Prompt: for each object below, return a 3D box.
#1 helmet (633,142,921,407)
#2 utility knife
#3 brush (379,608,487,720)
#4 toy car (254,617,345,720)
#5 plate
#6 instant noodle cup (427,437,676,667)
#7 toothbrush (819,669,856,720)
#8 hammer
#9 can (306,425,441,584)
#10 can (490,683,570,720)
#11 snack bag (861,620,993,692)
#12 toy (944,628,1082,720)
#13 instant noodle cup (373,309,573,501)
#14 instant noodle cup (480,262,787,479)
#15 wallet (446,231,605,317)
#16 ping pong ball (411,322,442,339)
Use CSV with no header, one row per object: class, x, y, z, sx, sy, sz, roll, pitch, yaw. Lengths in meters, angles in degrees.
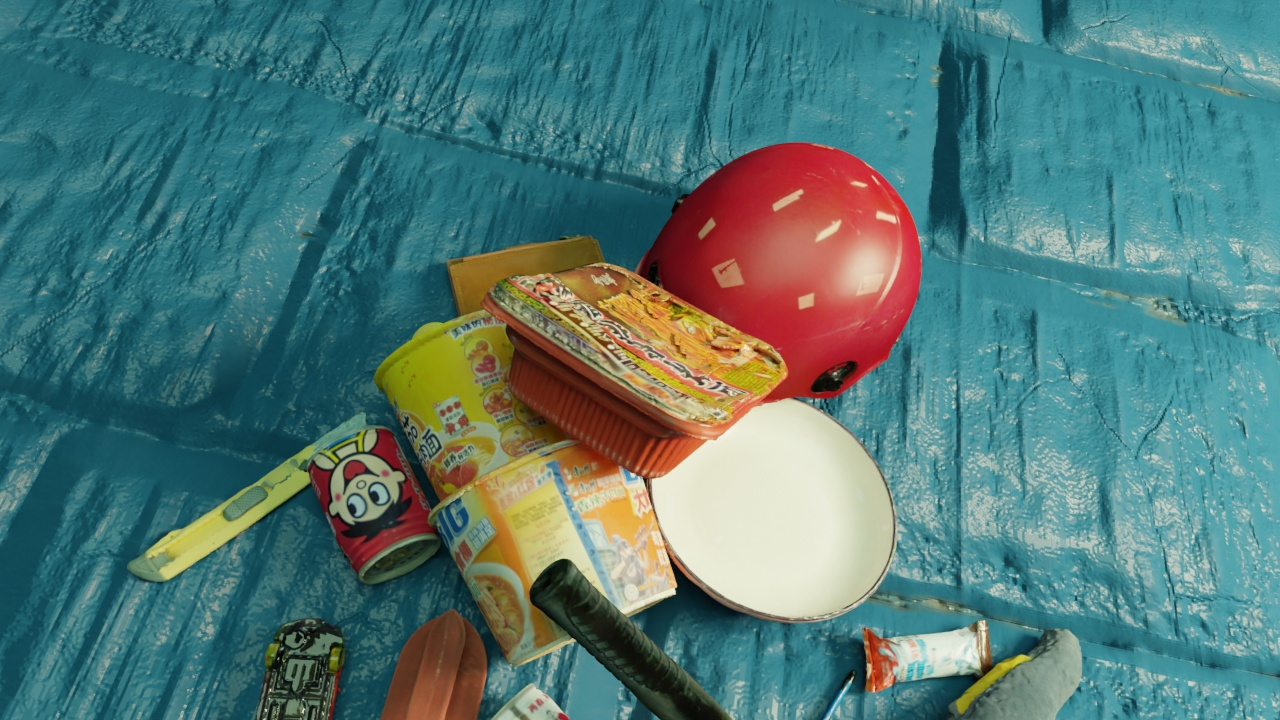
helmet,0.114,-0.080,0.719,0.239,0.144,0.207,-27,69,-28
utility knife,-0.278,0.099,0.669,0.189,0.020,0.031,-36,78,-29
brush,-0.135,0.232,0.581,0.063,0.069,0.145,12,60,-3
toy car,-0.222,0.222,0.596,0.049,0.031,0.106,4,62,-7
plate,0.095,0.110,0.689,0.192,0.039,0.192,7,52,-10
instant noodle cup,-0.051,0.128,0.614,0.151,0.152,0.111,-20,74,-18
toothbrush,0.100,0.286,0.619,0.016,0.014,0.189,37,62,11
hammer,0.045,0.227,0.553,0.301,0.033,0.128,48,59,-17
can,-0.187,0.102,0.647,0.066,0.067,0.093,-24,68,-20
can,-0.042,0.272,0.582,0.133,0.053,0.053,43,64,15
snack bag,0.209,0.215,0.667,0.104,0.026,0.048,1,73,-8
toy,0.220,0.321,0.582,0.138,0.092,0.355,34,59,-22
instant noodle cup,-0.108,0.040,0.660,0.138,0.138,0.109,-19,74,-18
instant noodle cup,-0.004,0.004,0.591,0.164,0.079,0.188,31,23,16
wallet,-0.090,-0.061,0.768,0.130,0.035,0.119,-11,58,-13
ping pong ball,-0.162,-0.010,0.728,0.040,0.040,0.040,4,61,-7
